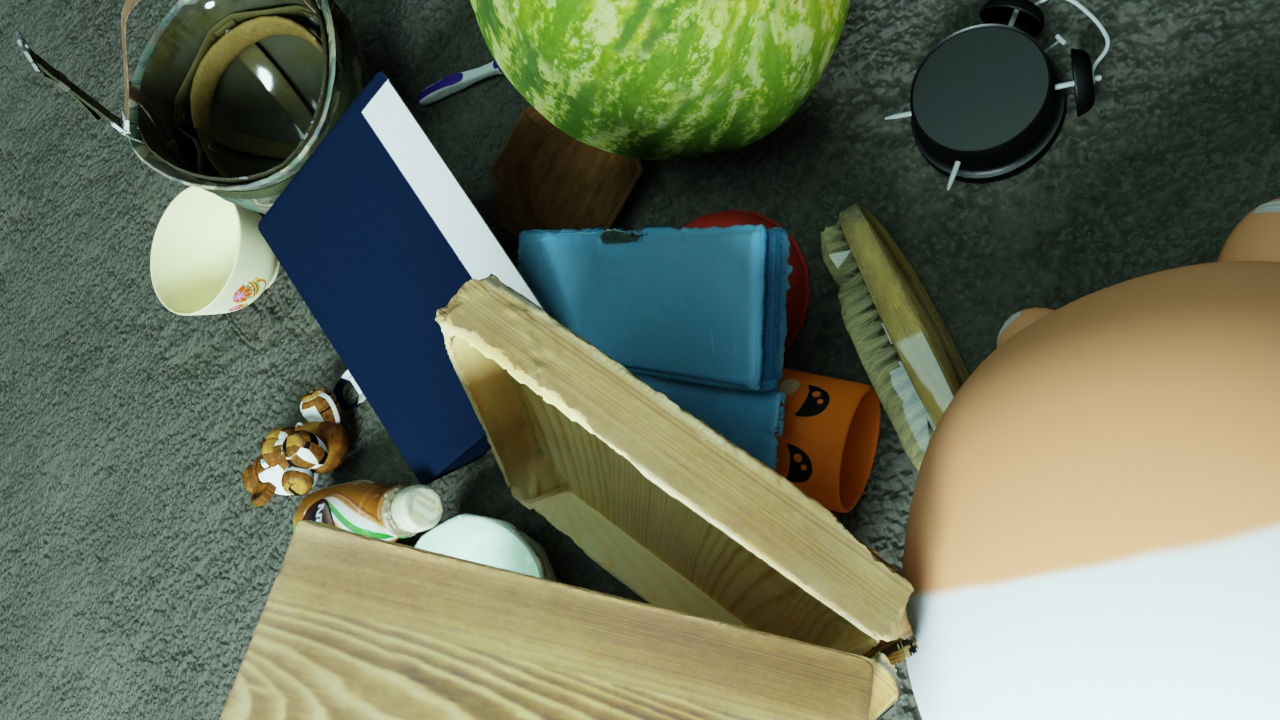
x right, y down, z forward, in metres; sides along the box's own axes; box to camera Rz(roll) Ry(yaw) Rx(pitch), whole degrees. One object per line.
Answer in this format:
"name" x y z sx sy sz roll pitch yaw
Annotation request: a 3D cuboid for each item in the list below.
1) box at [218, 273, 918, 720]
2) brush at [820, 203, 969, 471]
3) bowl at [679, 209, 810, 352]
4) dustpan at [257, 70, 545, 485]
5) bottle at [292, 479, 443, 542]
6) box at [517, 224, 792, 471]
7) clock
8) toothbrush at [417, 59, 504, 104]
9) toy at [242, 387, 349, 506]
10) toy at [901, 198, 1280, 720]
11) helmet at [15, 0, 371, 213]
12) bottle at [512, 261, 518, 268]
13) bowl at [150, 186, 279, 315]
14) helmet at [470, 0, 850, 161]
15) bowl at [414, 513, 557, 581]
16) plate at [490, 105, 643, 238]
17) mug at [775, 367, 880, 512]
"box" -0.002 0.132 0.466 0.259 0.280 0.220 14 65 8
"brush" 0.158 -0.007 0.547 0.043 0.059 0.195 -31 67 29
"bowl" 0.051 -0.047 0.622 0.122 0.035 0.122 -4 81 27
"dustpan" -0.181 -0.031 0.691 0.274 0.080 0.236 -38 82 29
"bottle" -0.205 0.118 0.694 0.168 0.059 0.059 -17 74 46
"box" -0.003 0.003 0.571 0.232 0.033 0.174 7 99 49
"clock" 0.215 -0.164 0.547 0.121 0.042 0.091 -39 67 18
"toothbrush" -0.108 -0.242 0.746 0.187 0.015 0.016 -11 73 27
"toy" -0.291 0.080 0.768 0.113 0.067 0.087 -23 39 25
"toy" 0.245 0.085 0.381 0.264 0.265 0.280 -32 57 50
"helmet" -0.319 -0.226 0.728 0.193 0.236 0.224 -35 78 3
"bottle" -0.093 -0.055 0.694 0.185 0.045 0.045 -3 81 28
"bowl" -0.373 -0.093 0.832 0.118 0.074 0.118 -4 81 27
"helmet" 0.008 -0.237 0.560 0.243 0.247 0.213 39 75 -13
"bowl" -0.107 0.169 0.658 0.118 0.061 0.117 -3 80 20
"plate" -0.053 -0.142 0.696 0.131 0.025 0.131 -4 81 27
"mug" 0.085 0.061 0.564 0.096 0.077 0.112 12 86 29
